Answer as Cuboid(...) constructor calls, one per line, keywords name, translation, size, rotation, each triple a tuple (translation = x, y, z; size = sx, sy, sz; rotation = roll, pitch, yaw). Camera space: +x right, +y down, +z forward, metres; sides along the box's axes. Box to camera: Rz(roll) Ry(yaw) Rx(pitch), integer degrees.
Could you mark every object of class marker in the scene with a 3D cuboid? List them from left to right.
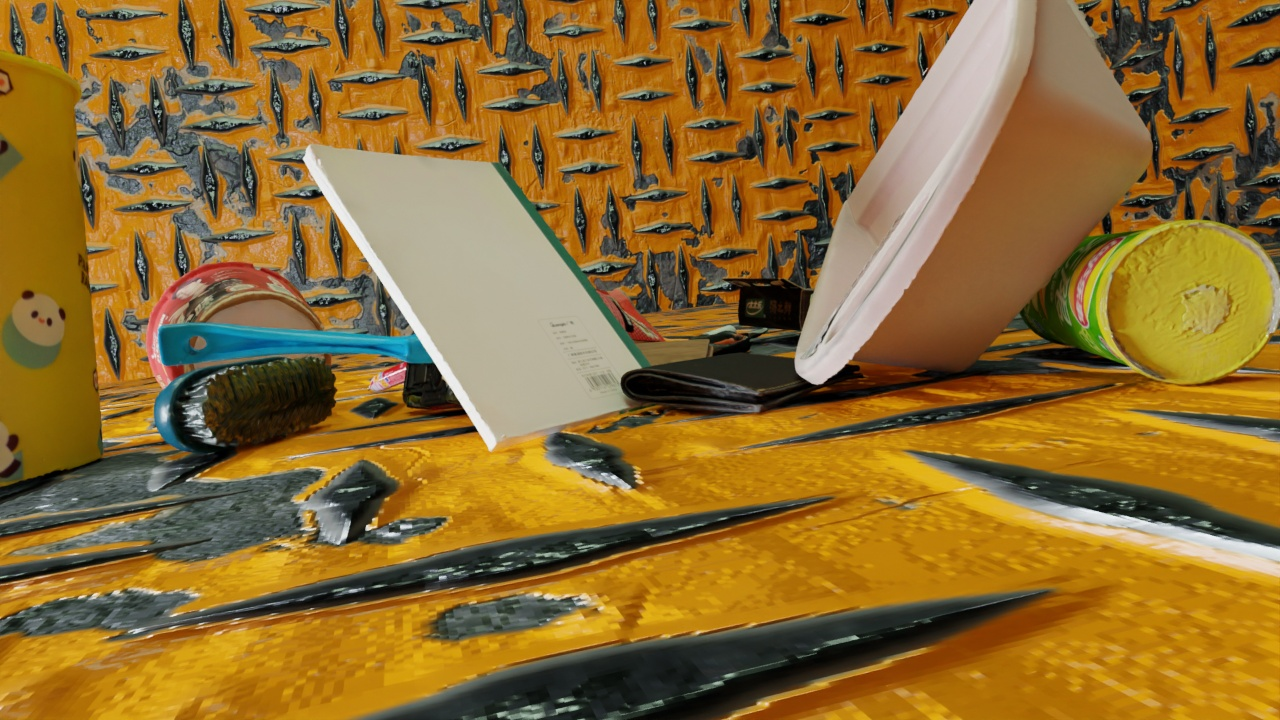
Cuboid(name="marker", translation=(0.078, -0.024, 1.002), size=(0.023, 0.018, 0.130), rotation=(-15, 1, 24))

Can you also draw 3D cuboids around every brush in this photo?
Cuboid(name="brush", translation=(-0.270, 0.028, 0.617), size=(0.074, 0.055, 0.143), rotation=(-5, 5, 15))
Cuboid(name="brush", translation=(-0.161, -0.008, 0.569), size=(0.254, 0.083, 0.046), rotation=(1, 21, -9))

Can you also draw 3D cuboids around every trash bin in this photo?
Cuboid(name="trash bin", translation=(-0.465, -0.046, 0.582), size=(0.229, 0.255, 0.229), rotation=(-7, 5, 0))

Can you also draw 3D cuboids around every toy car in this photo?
Cuboid(name="toy car", translation=(-0.133, 0.009, 0.660), size=(0.045, 0.053, 0.121), rotation=(9, -9, -33))

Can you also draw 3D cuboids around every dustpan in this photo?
Cuboid(name="dustpan", translation=(0.147, -0.112, 0.508), size=(0.138, 0.223, 0.273), rotation=(9, 42, -20))

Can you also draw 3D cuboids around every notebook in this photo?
Cuboid(name="notebook", translation=(-0.084, -0.046, 0.535), size=(0.150, 0.209, 0.012), rotation=(-11, -32, -51))

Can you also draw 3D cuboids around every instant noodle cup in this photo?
Cuboid(name="instant noodle cup", translation=(-0.321, -0.010, 0.746), size=(0.137, 0.138, 0.109), rotation=(-10, 13, -32))

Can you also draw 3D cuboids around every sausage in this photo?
Cuboid(name="sausage", translation=(-0.213, 0.003, 0.910), size=(0.156, 0.020, 0.020), rotation=(-19, -1, 23))

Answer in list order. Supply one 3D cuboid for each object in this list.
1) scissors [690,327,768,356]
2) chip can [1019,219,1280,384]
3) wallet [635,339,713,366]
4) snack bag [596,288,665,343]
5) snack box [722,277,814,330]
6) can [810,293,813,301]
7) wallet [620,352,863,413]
Cuboid(name="scissors", translation=(0.079, -0.022, 0.938), size=(0.125, 0.022, 0.234), rotation=(-7, 5, 8))
Cuboid(name="chip can", translation=(0.258, -0.035, 0.496), size=(0.073, 0.072, 0.221), rotation=(-6, 5, 13))
Cuboid(name="wallet", translation=(-0.004, 0.004, 0.688), size=(0.115, 0.020, 0.101), rotation=(-7, 11, 8))
Cuboid(name="snack bag", translation=(-0.052, -0.049, 0.891), size=(0.128, 0.073, 0.207), rotation=(38, 18, 36))
Cuboid(name="snack box", translation=(0.165, -0.058, 0.946), size=(0.125, 0.053, 0.113), rotation=(-1, 5, -27))
Cuboid(name="can", translation=(0.186, -0.036, 0.731), size=(0.083, 0.057, 0.102), rotation=(-8, 3, 24))
Cuboid(name="wallet", translation=(0.062, 0.010, 0.542), size=(0.096, 0.020, 0.122), rotation=(7, 11, 38))
